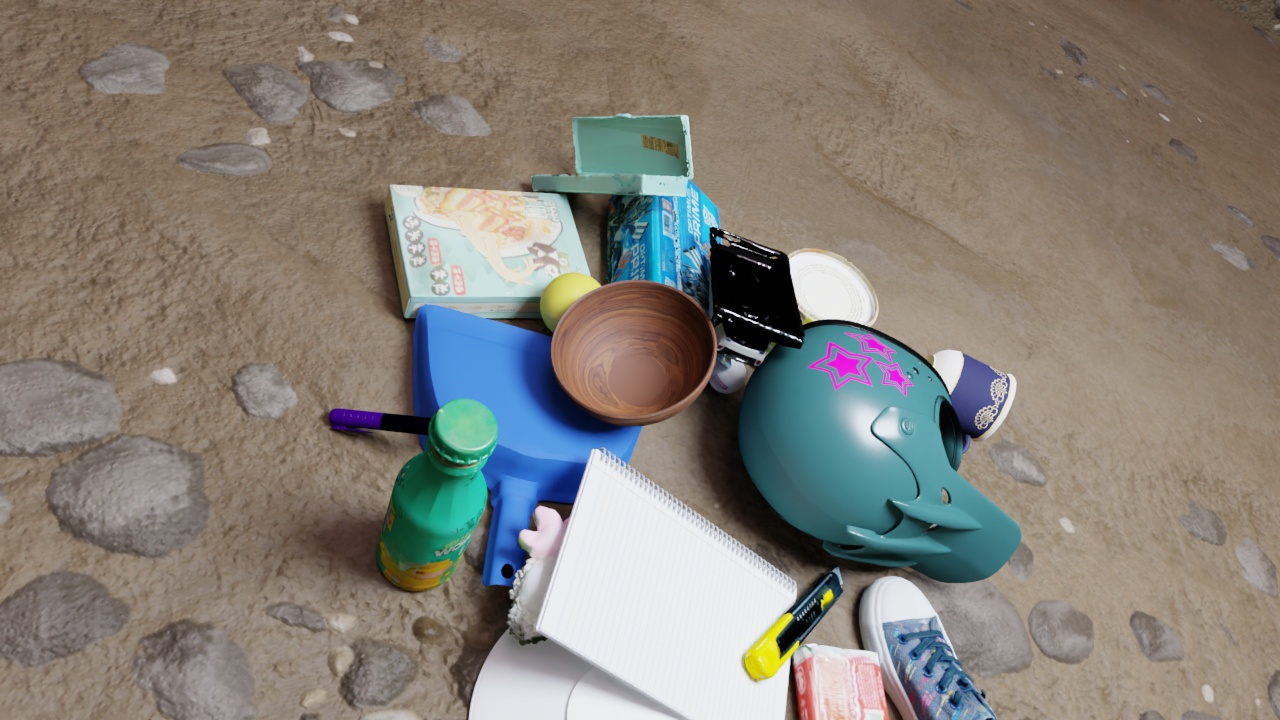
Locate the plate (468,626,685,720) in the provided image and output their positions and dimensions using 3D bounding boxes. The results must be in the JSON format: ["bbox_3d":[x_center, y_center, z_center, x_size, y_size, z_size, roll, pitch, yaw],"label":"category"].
[{"bbox_3d":[-0.016,0.281,0.709,0.229,0.030,0.229,9,54,-13],"label":"plate"}]

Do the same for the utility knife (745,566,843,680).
[{"bbox_3d":[0.144,0.230,0.820,0.172,0.020,0.029,-27,85,-50],"label":"utility knife"}]

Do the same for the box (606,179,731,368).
[{"bbox_3d":[0.033,-0.092,0.996,0.115,0.094,0.242,26,46,-31],"label":"box"}]

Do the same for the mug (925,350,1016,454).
[{"bbox_3d":[0.354,0.046,1.038,0.089,0.086,0.111,26,84,-1],"label":"mug"}]

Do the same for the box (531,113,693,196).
[{"bbox_3d":[-0.032,-0.223,0.979,0.077,0.093,0.188,-4,12,-42],"label":"box"}]

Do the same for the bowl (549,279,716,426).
[{"bbox_3d":[-0.005,0.005,0.836,0.147,0.069,0.147,-2,57,3],"label":"bowl"}]

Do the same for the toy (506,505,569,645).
[{"bbox_3d":[-0.064,0.172,0.735,0.095,0.041,0.108,9,67,-30],"label":"toy"}]

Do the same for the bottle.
[{"bbox_3d":[-0.148,0.100,0.675,0.068,0.210,0.068,12,51,-16],"label":"bottle"}]

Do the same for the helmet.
[{"bbox_3d":[0.221,0.096,0.876,0.274,0.177,0.199,27,44,-18],"label":"helmet"}]

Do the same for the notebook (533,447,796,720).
[{"bbox_3d":[0.036,0.201,0.759,0.245,0.013,0.177,37,42,-19],"label":"notebook"}]

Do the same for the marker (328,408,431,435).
[{"bbox_3d":[-0.204,0.055,0.776,0.134,0.015,0.018,5,79,16],"label":"marker"}]

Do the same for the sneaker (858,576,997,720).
[{"bbox_3d":[0.271,0.295,0.807,0.087,0.079,0.235,-1,56,-25],"label":"sneaker"}]

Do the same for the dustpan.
[{"bbox_3d":[-0.102,0.083,0.812,0.245,0.060,0.257,16,41,-13],"label":"dustpan"}]

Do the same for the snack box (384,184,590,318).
[{"bbox_3d":[-0.154,-0.110,0.940,0.193,0.044,0.141,-1,57,-27],"label":"snack box"}]

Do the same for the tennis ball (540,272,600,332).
[{"bbox_3d":[-0.064,-0.053,0.888,0.065,0.065,0.065,12,51,-16],"label":"tennis ball"}]

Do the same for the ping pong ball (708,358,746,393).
[{"bbox_3d":[0.091,0.015,0.961,0.040,0.040,0.040,12,51,-16],"label":"ping pong ball"}]

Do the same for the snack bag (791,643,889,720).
[{"bbox_3d":[0.174,0.305,0.784,0.077,0.036,0.115,11,52,-16],"label":"snack bag"}]

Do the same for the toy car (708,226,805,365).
[{"bbox_3d":[0.099,-0.055,0.903,0.094,0.071,0.191,21,31,-11],"label":"toy car"}]

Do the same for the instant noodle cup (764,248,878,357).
[{"bbox_3d":[0.188,-0.050,1.015,0.146,0.098,0.146,12,52,-16],"label":"instant noodle cup"}]
